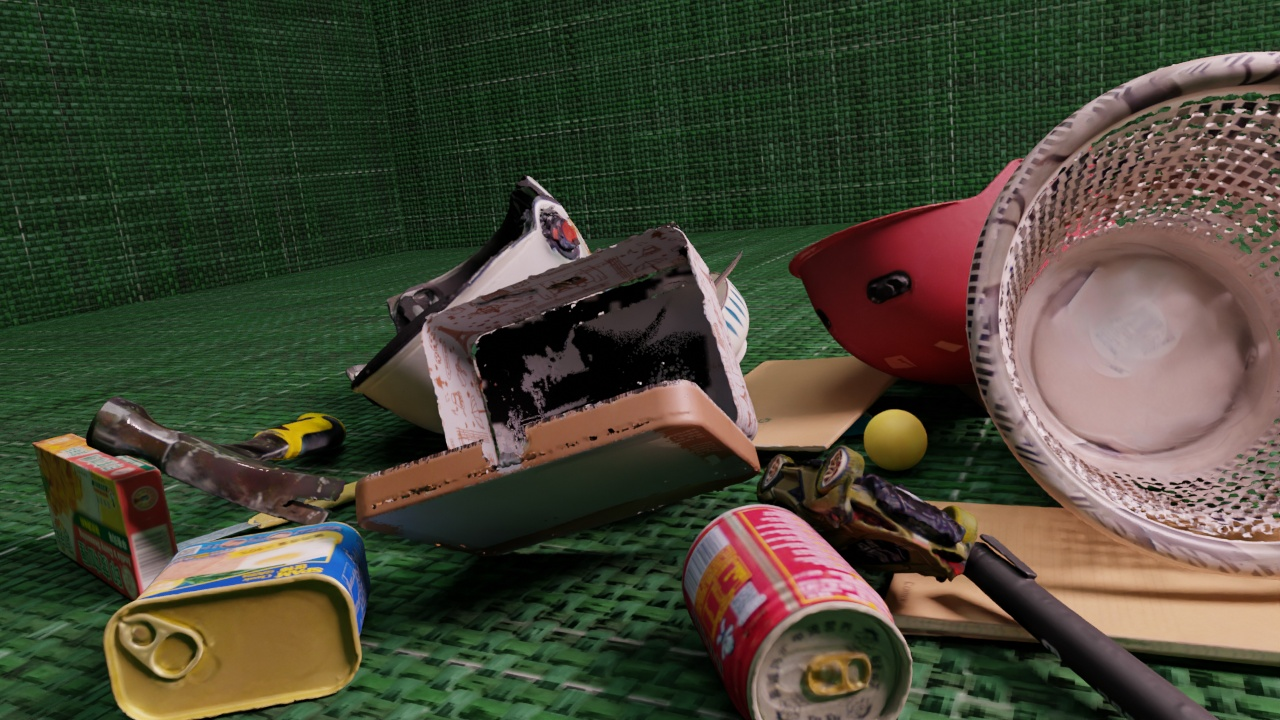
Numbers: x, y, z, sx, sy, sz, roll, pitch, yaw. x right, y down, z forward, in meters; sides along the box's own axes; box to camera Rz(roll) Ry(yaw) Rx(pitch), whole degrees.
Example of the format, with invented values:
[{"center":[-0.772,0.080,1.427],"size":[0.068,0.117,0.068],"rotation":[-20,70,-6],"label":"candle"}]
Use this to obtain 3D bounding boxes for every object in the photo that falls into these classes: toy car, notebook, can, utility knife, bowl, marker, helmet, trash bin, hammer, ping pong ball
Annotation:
[{"center":[0.101,0.075,0.443],"size":[0.070,0.042,0.158],"rotation":[28,-9,-4],"label":"toy car"},{"center":[0.230,0.099,0.429],"size":[0.212,0.012,0.149],"rotation":[-1,12,23],"label":"notebook"},{"center":[-0.180,0.118,0.430],"size":[0.102,0.057,0.083],"rotation":[-8,10,-10],"label":"can"},{"center":[0.119,0.031,0.728],"size":[0.148,0.008,0.207],"rotation":[-4,15,35],"label":"notebook"},{"center":[0.150,0.028,0.775],"size":[0.034,0.018,0.204],"rotation":[-14,13,-1],"label":"utility knife"},{"center":[0.060,-0.021,0.884],"size":[0.117,0.066,0.116],"rotation":[-38,28,24],"label":"bowl"},{"center":[0.167,0.107,0.348],"size":[0.020,0.022,0.132],"rotation":[23,10,-23],"label":"marker"},{"center":[0.238,-0.050,0.673],"size":[0.239,0.144,0.207],"rotation":[-18,-7,-25],"label":"helmet"},{"center":[-0.225,0.101,0.642],"size":[0.206,0.021,0.031],"rotation":[-22,14,-40],"label":"utility knife"},{"center":[-0.119,-0.024,0.790],"size":[0.230,0.157,0.273],"rotation":[-40,20,12],"label":"helmet"},{"center":[0.283,-0.014,0.477],"size":[0.228,0.227,0.192],"rotation":[-3,-6,15],"label":"trash bin"},{"center":[0.057,0.102,0.358],"size":[0.066,0.066,0.094],"rotation":[-8,12,-9],"label":"can"},{"center":[-0.249,0.061,0.639],"size":[0.126,0.032,0.323],"rotation":[25,-4,-6],"label":"hammer"},{"center":[0.167,0.052,0.601],"size":[0.040,0.040,0.040],"rotation":[-6,12,1],"label":"ping pong ball"}]

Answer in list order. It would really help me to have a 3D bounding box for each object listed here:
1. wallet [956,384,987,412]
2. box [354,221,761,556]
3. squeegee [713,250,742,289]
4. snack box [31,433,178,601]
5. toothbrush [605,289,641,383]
[{"center":[0.305,0.013,0.743],"size":[0.090,0.033,0.115],"rotation":[-8,13,3],"label":"wallet"},{"center":[-0.045,0.016,0.500],"size":[0.183,0.156,0.193],"rotation":[-20,-15,12],"label":"box"},{"center":[-0.038,0.006,0.879],"size":[0.247,0.040,0.250],"rotation":[-49,21,-29],"label":"squeegee"},{"center":[-0.329,0.093,0.564],"size":[0.156,0.077,0.027],"rotation":[5,16,42],"label":"snack box"},{"center":[-0.004,0.004,0.730],"size":[0.027,0.026,0.220],"rotation":[-32,36,11],"label":"toothbrush"}]
